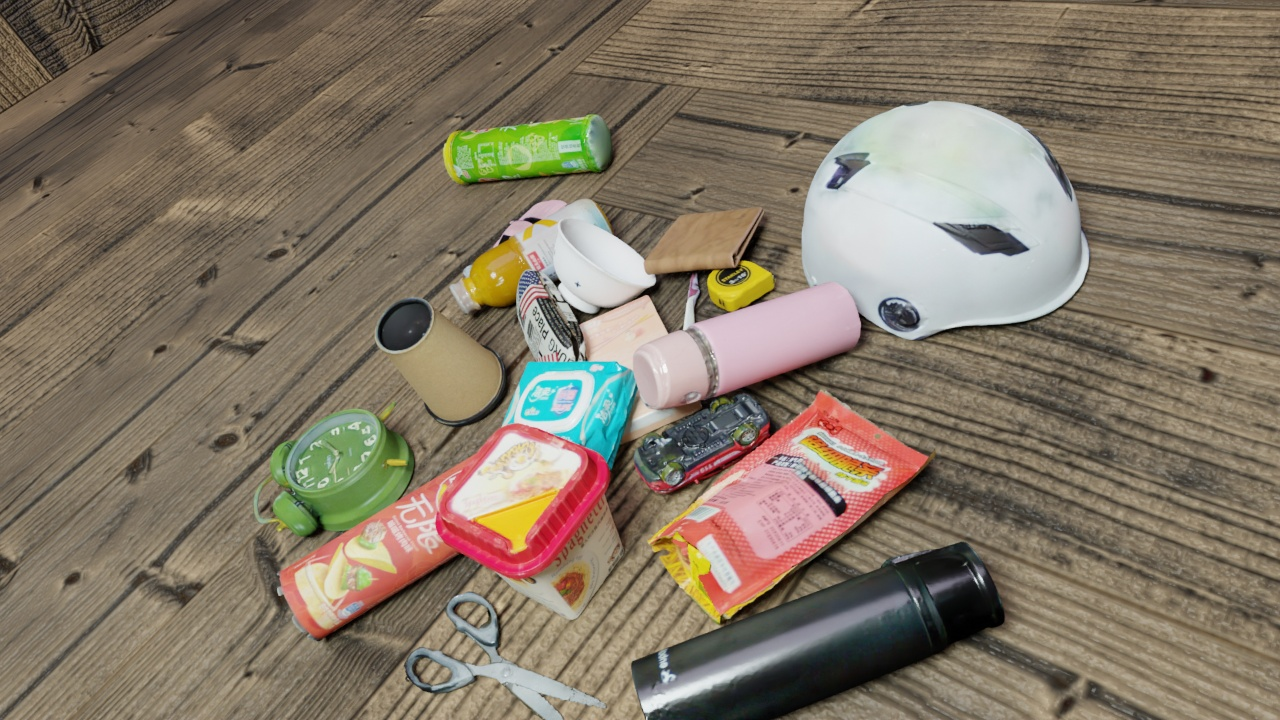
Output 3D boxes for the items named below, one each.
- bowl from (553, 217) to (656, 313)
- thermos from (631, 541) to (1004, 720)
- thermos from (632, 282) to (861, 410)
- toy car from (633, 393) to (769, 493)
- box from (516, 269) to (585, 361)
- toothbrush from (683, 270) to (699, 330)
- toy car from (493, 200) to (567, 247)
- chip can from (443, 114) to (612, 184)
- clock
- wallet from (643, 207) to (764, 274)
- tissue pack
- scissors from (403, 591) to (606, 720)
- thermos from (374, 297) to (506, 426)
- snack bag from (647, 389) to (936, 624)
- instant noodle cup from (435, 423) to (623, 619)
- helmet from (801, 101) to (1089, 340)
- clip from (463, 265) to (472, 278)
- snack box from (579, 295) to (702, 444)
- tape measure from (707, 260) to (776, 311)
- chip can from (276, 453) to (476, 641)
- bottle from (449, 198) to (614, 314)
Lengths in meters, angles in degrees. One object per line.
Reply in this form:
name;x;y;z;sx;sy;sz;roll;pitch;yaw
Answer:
bowl;-0.050;-0.090;0.964;0.065;0.118;0.118;-55;37;23
thermos;0.117;0.192;0.631;0.242;0.068;0.090;-21;10;0
thermos;0.090;-0.007;0.802;0.198;0.087;0.067;-19;64;-20
toy car;0.054;0.074;0.780;0.120;0.045;0.053;-25;41;-10
box;-0.091;-0.034;0.941;0.069;0.051;0.164;-57;42;25
toothbrush;0.058;-0.067;0.943;0.017;0.016;0.187;1;47;11
toy car;-0.131;-0.154;1.095;0.056;0.037;0.122;16;54;33
chip can;-0.144;-0.273;1.192;0.222;0.073;0.072;0;48;23
clock;-0.300;0.110;0.890;0.161;0.056;0.116;-27;42;-3
wallet;0.068;-0.127;0.966;0.101;0.020;0.115;-2;36;28
tissue pack;-0.070;0.048;0.833;0.134;0.050;0.093;-3;57;38
scissors;-0.106;0.237;0.711;0.165;0.014;0.162;-17;44;6
thermos;-0.195;0.001;0.899;0.093;0.143;0.093;-10;58;15
snack bag;0.113;0.107;0.713;0.207;0.073;0.129;-34;36;-18
instant noodle cup;-0.077;0.131;0.722;0.117;0.124;0.116;17;57;36
helmet;0.270;-0.148;0.834;0.259;0.146;0.228;26;62;39
clip;-0.192;-0.092;1.072;0.026;0.038;0.058;-26;41;1
snack box;-0.005;0.005;0.888;0.084;0.026;0.157;-24;42;0
tape measure;0.097;-0.074;0.921;0.060;0.029;0.057;-32;42;-18
chip can;-0.199;0.155;0.792;0.216;0.073;0.073;-32;43;-7
bottle;-0.122;-0.112;1.025;0.189;0.068;0.068;-30;43;-7
